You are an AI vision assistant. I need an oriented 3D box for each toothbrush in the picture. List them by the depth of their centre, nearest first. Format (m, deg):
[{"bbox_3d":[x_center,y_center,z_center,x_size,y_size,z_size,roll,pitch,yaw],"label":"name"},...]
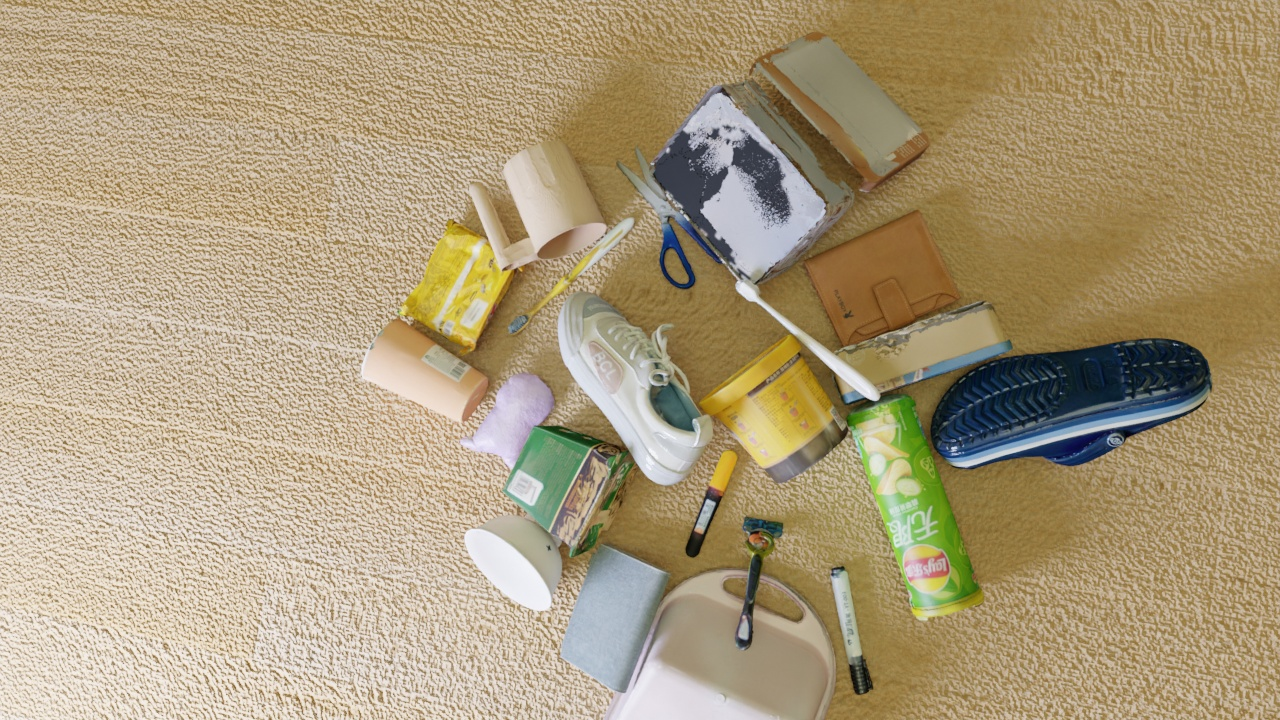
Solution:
[{"bbox_3d":[0.165,-0.022,0.903,0.180,0.016,0.016,42,126,14],"label":"toothbrush"},{"bbox_3d":[-0.078,-0.094,1.024,0.191,0.018,0.016,-42,85,5],"label":"toothbrush"}]

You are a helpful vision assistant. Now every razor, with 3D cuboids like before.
[{"bbox_3d":[0.115,0.225,0.939,0.043,0.022,0.142,8,58,13],"label":"razor"}]

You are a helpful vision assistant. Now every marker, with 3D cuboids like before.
[{"bbox_3d":[0.219,0.280,0.953,0.022,0.018,0.130,-10,86,0],"label":"marker"},{"bbox_3d":[0.076,0.154,0.987,0.018,0.015,0.124,22,93,12],"label":"marker"}]

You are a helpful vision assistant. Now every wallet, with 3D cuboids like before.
[{"bbox_3d":[0.252,-0.084,0.963,0.132,0.031,0.107,-23,81,9],"label":"wallet"},{"bbox_3d":[-0.029,0.268,0.968,0.107,0.037,0.129,14,81,46],"label":"wallet"}]

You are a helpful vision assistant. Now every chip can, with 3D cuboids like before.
[{"bbox_3d":[0.274,0.143,0.924,0.072,0.072,0.221,-19,84,8],"label":"chip can"}]

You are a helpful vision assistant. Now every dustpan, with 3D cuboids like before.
[{"bbox_3d":[0.088,0.368,0.975,0.222,0.138,0.274,24,119,9],"label":"dustpan"}]

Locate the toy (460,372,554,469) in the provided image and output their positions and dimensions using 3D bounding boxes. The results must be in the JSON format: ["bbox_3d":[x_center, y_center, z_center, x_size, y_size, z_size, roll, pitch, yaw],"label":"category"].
[{"bbox_3d":[-0.137,0.066,1.015,0.084,0.039,0.108,30,87,-4],"label":"toy"}]

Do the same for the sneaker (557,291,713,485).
[{"bbox_3d":[-0.005,0.005,0.937,0.242,0.089,0.091,57,133,27],"label":"sneaker"}]

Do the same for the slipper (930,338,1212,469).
[{"bbox_3d":[0.416,0.049,0.900,0.253,0.104,0.095,-18,125,21],"label":"slipper"}]

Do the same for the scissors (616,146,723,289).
[{"bbox_3d":[0.024,-0.154,1.015,0.171,0.012,0.141,25,90,11],"label":"scissors"}]

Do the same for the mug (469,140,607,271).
[{"bbox_3d":[-0.113,-0.166,0.998,0.124,0.084,0.103,-23,81,-5],"label":"mug"}]

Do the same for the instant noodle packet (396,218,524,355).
[{"bbox_3d":[-0.201,-0.080,1.032,0.111,0.044,0.128,29,88,17],"label":"instant noodle packet"}]

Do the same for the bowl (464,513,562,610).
[{"bbox_3d":[-0.123,0.203,0.984,0.118,0.119,0.064,38,54,10],"label":"bowl"}]

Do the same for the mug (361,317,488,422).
[{"bbox_3d":[-0.235,0.015,1.019,0.123,0.078,0.078,28,91,5],"label":"mug"}]

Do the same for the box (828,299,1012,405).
[{"bbox_3d":[0.282,-0.008,0.923,0.184,0.089,0.059,-18,83,13],"label":"box"}]

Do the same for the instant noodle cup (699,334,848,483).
[{"bbox_3d":[0.141,0.052,0.934,0.118,0.118,0.114,-38,89,5],"label":"instant noodle cup"}]

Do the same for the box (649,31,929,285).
[{"bbox_3d":[0.149,-0.206,0.969,0.226,0.157,0.180,-35,80,-36],"label":"box"}]

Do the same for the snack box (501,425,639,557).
[{"bbox_3d":[-0.076,0.125,0.964,0.105,0.117,0.118,26,92,14],"label":"snack box"}]
